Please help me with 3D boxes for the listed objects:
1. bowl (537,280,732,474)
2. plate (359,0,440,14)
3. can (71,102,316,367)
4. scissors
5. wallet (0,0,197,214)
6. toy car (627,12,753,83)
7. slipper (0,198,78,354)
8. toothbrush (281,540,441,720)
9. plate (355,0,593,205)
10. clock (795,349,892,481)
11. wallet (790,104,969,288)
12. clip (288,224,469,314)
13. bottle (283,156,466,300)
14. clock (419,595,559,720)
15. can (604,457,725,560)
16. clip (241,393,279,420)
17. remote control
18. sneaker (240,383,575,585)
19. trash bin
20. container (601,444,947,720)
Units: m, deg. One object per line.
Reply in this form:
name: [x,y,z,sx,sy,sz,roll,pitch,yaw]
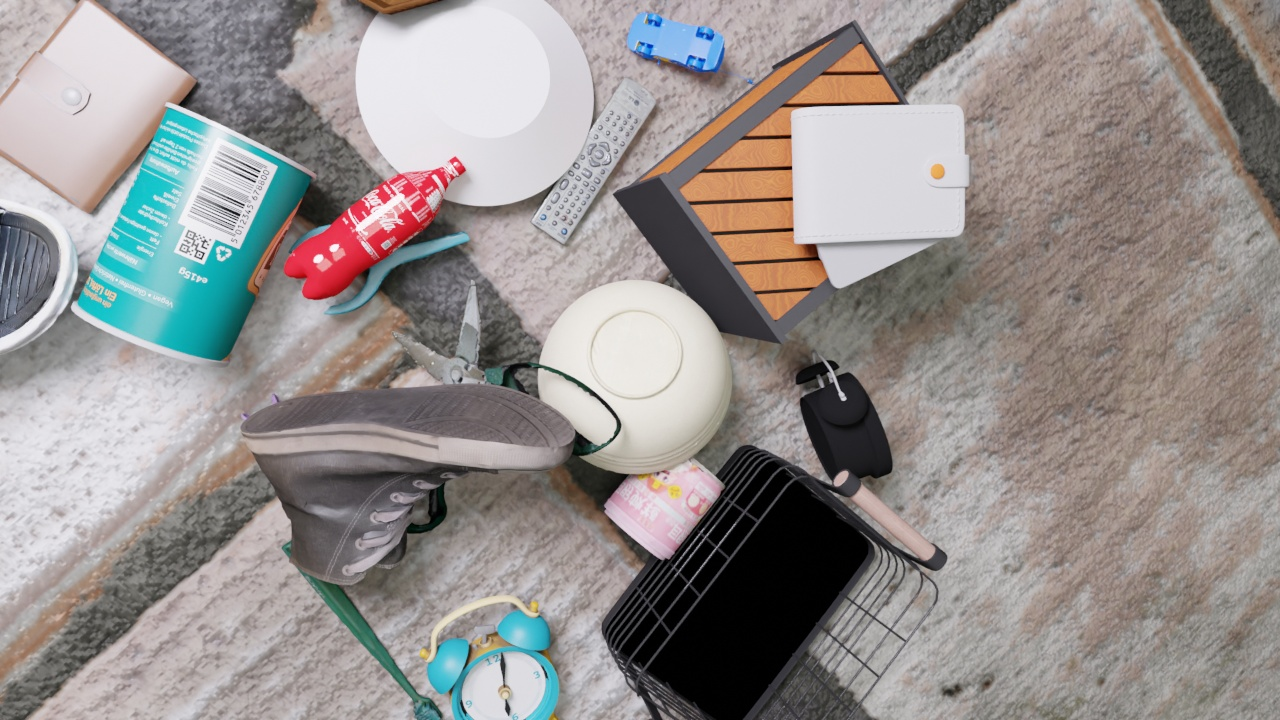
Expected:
bowl: [-0.004,0.004,0.675,0.151,0.075,0.150,0,76,0]
plate: [-0.170,-0.295,0.639,0.131,0.025,0.131,2,76,-6]
can: [-0.294,-0.081,0.610,0.099,0.099,0.144,25,89,-15]
scissors: [-0.108,0.048,0.665,0.206,0.015,0.202,15,102,23]
wallet: [-0.377,-0.173,0.624,0.087,0.013,0.121,38,86,-15]
toy car: [0.041,-0.239,0.723,0.092,0.062,0.033,20,92,15]
slipper: [-0.488,-0.058,0.560,0.264,0.063,0.111,9,92,0]
toothbrush: [-0.211,0.213,0.704,0.016,0.017,0.190,-36,103,-8]
plate: [-0.115,-0.202,0.661,0.173,0.036,0.174,1,88,-16]
clock: [0.161,0.047,0.742,0.042,0.091,0.121,-21,114,-1]
wallet: [0.158,-0.107,0.606,0.118,0.037,0.115,-4,97,-10]
clip: [-0.202,-0.097,0.671,0.120,0.030,0.130,45,85,-9]
bottle: [-0.181,-0.095,0.639,0.141,0.042,0.042,-38,103,-5]
clock: [-0.112,0.246,0.721,0.099,0.044,0.130,-21,107,-11]
can: [0.018,0.109,0.724,0.067,0.067,0.076,41,85,-14]
clip: [-0.269,0.053,0.675,0.029,0.013,0.050,-32,106,-9]
remote control: [-0.036,-0.155,0.710,0.033,0.013,0.136,33,87,-15]
sneaker: [-0.153,0.087,0.634,0.235,0.095,0.120,-5,110,9]
trash bin: [0.102,-0.125,0.682,0.171,0.140,0.140,-40,103,-7]
container: [0.100,0.200,0.721,0.163,0.130,0.241,40,86,-15]
